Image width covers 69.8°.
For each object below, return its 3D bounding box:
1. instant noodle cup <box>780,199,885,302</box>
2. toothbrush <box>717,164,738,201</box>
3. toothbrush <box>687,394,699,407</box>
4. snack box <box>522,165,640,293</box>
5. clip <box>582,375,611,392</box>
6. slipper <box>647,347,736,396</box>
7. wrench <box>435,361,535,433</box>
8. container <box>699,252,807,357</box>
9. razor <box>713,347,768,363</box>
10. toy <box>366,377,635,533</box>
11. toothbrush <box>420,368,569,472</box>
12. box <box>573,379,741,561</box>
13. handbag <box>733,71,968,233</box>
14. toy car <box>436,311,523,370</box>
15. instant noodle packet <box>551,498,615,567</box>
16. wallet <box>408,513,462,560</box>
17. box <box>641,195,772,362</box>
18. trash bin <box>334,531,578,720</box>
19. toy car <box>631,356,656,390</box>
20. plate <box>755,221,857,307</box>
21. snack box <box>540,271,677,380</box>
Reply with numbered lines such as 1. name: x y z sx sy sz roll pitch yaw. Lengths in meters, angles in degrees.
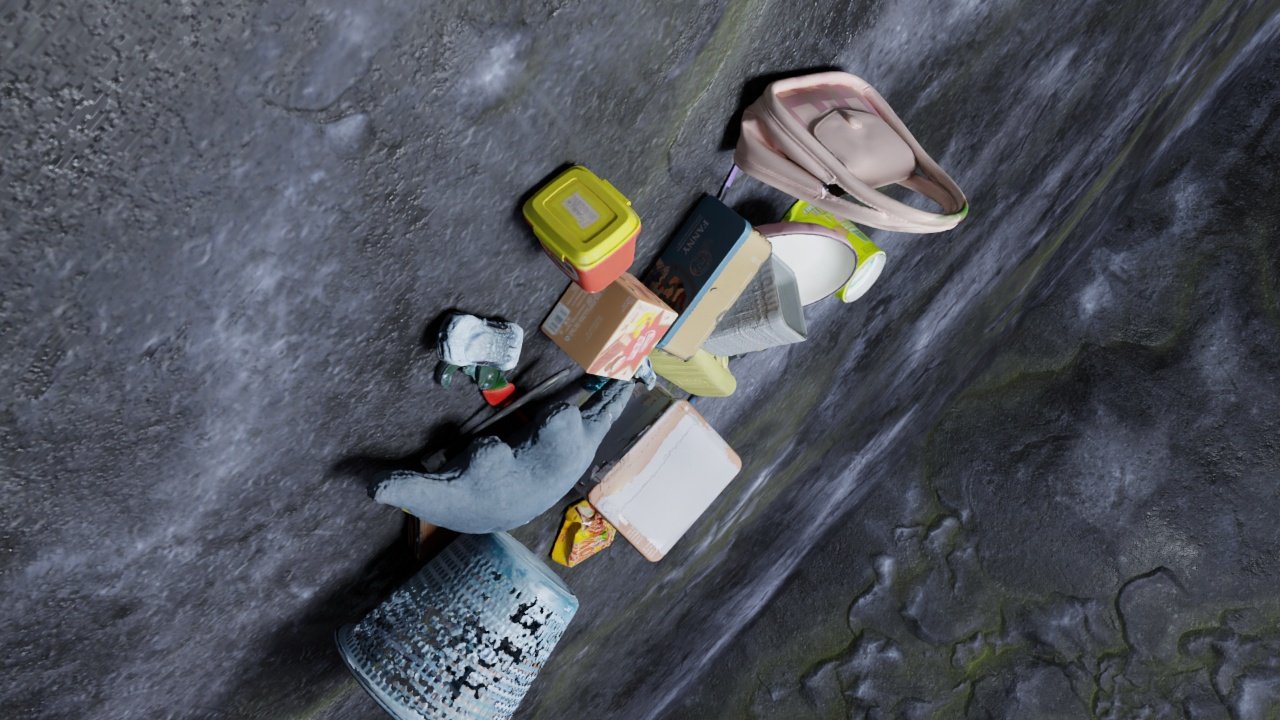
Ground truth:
1. instant noodle cup: 0.249 -0.142 1.198 0.111 0.123 0.112 -36 152 -23
2. toothbrush: 0.078 -0.151 1.046 0.014 0.017 0.189 -12 135 -51
3. toothbrush: 0.064 0.076 1.350 0.190 0.014 0.016 -53 178 13
4. snack box: -0.049 -0.114 0.820 0.082 0.091 0.080 -41 160 -13
5. clip: -0.050 0.029 1.106 0.040 0.014 0.056 -56 155 16
6. slipper: 0.066 -0.011 1.170 0.190 0.092 0.081 41 53 -57
7. wrench: -0.144 0.049 0.983 0.056 0.016 0.273 -41 154 -5
8. container: 0.121 -0.058 1.068 0.114 0.090 0.090 -16 160 25
9. razor: 0.126 -0.029 1.206 0.062 0.067 0.168 -60 -175 -18
10. toy: -0.130 0.110 0.974 0.355 0.091 0.138 -25 132 -42
11. toothbrush: -0.149 0.061 0.958 0.181 0.018 0.016 -34 150 -7
12. box: 0.020 0.143 1.184 0.182 0.178 0.153 -43 155 -8
13. handbag: 0.233 -0.204 0.956 0.192 0.234 0.094 -22 146 -42
14. toy car: -0.146 -0.017 0.853 0.105 0.031 0.049 7 95 -59
15. instant noodle packet: -0.072 0.244 1.343 0.110 0.044 0.129 -21 144 -36
16. wallet: -0.204 0.159 1.032 0.124 0.032 0.101 -27 145 -38
17. box: 0.066 -0.094 1.013 0.061 0.090 0.184 22 106 -44
18. trash bin: -0.184 0.293 1.011 0.195 0.226 0.227 -50 155 -9
19. toy car: -0.007 0.006 1.109 0.034 0.043 0.090 -61 155 -10
20. plate: 0.164 -0.116 1.114 0.192 0.039 0.193 -4 155 -2
21. snack box: -0.031 -0.041 0.960 0.093 0.077 0.094 -54 154 11
